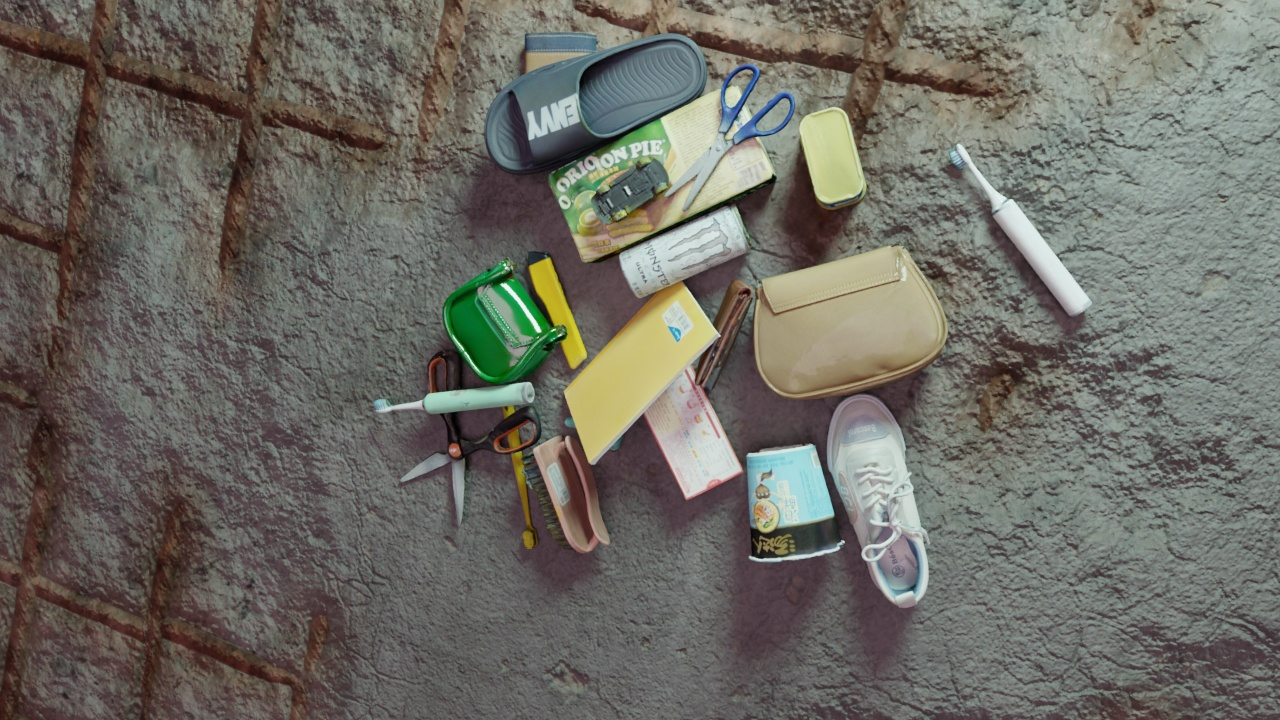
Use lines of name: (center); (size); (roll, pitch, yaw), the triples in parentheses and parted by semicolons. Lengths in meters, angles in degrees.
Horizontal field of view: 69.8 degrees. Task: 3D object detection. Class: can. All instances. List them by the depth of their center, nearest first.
can: (0.207, -0.217, 0.990); (0.057, 0.083, 0.102); (-15, 93, 15)
can: (0.051, -0.125, 1.048); (0.147, 0.058, 0.058); (-22, 91, 11)

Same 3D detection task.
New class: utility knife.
utility knife: (-0.102, -0.063, 1.121); (0.033, 0.015, 0.154); (-20, 93, 22)

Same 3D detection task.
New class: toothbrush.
toothbrush: (0.403, -0.141, 0.980); (0.026, 0.026, 0.221); (-39, 87, 37)
toothbrush: (-0.234, 0.050, 1.132); (0.225, 0.026, 0.027); (-7, 114, 21)
toothbrush: (-0.153, 0.145, 1.158); (0.016, 0.016, 0.190); (-8, 95, 15)

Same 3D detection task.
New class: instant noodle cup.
instant noodle cup: (0.166, 0.158, 1.041); (0.111, 0.111, 0.120); (-11, 86, 15)

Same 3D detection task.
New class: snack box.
snack box: (0.025, -0.208, 1.047); (0.240, 0.063, 0.114); (-23, 90, 16)
snack box: (0.053, 0.078, 1.083); (0.077, 0.027, 0.156); (-26, 90, -1)

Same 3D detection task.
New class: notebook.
notebook: (-0.006, 0.006, 1.054); (0.010, 0.145, 0.206); (34, 107, -33)

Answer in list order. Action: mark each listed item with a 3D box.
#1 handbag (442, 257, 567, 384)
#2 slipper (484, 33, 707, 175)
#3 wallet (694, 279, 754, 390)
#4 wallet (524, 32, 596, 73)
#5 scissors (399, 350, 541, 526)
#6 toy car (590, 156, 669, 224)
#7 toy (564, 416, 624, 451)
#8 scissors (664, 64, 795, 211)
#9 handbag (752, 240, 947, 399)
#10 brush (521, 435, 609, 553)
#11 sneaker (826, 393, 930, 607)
handbag: (-0.164, -0.045, 1.104); (0.120, 0.067, 0.131); (-39, 85, 24)
slipper: (-0.053, -0.294, 1.021); (0.268, 0.083, 0.111); (-21, 98, 2)
wallet: (0.095, -0.030, 1.031); (0.032, 0.101, 0.125); (22, 101, 1)
wallet: (-0.095, -0.326, 1.079); (0.090, 0.033, 0.115); (5, 99, 16)
scissors: (-0.225, 0.095, 1.160); (0.235, 0.021, 0.221); (-18, 89, 22)
toy car: (-0.010, -0.185, 1.005); (0.091, 0.036, 0.043); (-32, 88, 17)
toy: (-0.042, 0.063, 1.112); (0.096, 0.030, 0.092); (9, 97, 4)
scissors: (0.098, -0.232, 0.988); (0.140, 0.012, 0.171); (10, 99, 11)
handbag: (0.225, -0.037, 1.004); (0.205, 0.099, 0.147); (-14, 86, 15)
brush: (-0.087, 0.166, 1.120); (0.073, 0.063, 0.145); (-19, 93, 25)
sneaker: (0.264, 0.158, 1.019); (0.090, 0.090, 0.242); (-15, 92, 14)
